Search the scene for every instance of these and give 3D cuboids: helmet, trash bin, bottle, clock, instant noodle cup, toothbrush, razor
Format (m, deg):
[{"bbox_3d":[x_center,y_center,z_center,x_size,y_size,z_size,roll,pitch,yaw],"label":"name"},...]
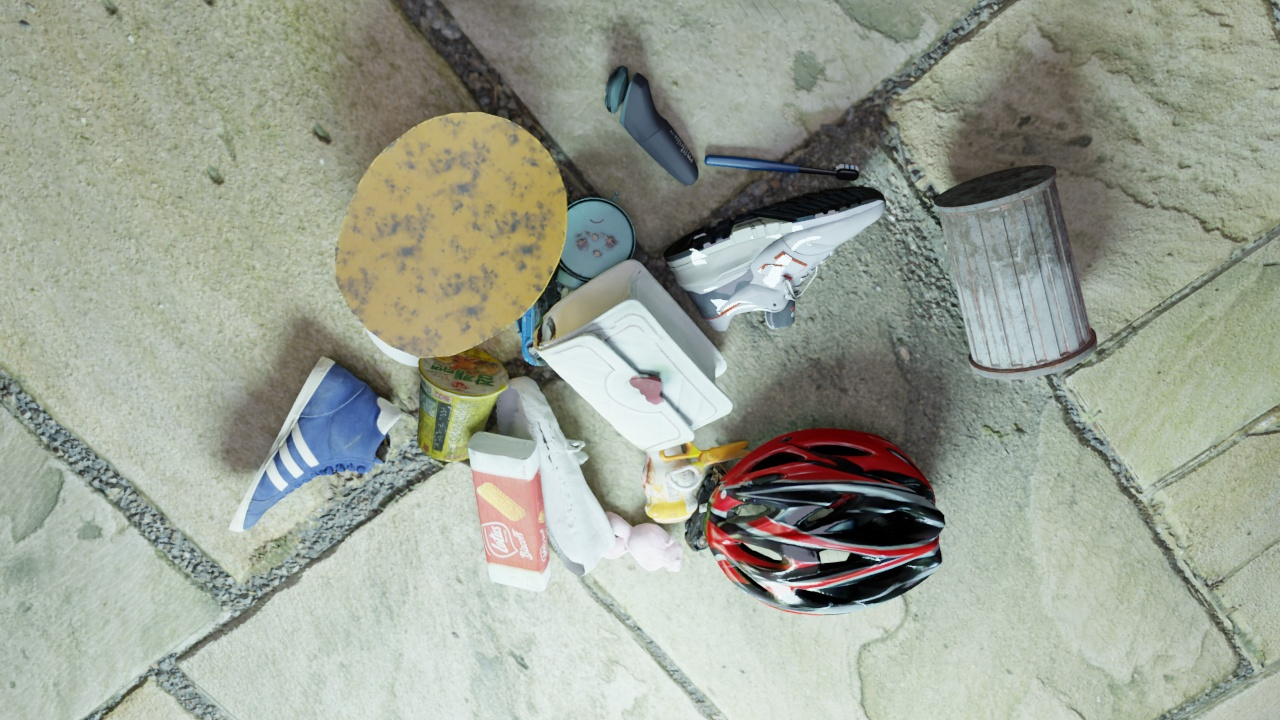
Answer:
[{"bbox_3d":[-0.179,-0.133,0.950,0.205,0.131,0.256,44,104,-5],"label":"helmet"},{"bbox_3d":[0.400,-0.086,0.980,0.131,0.130,0.211,-19,107,5],"label":"trash bin"},{"bbox_3d":[0.032,0.135,1.086,0.063,0.063,0.108,-7,94,1],"label":"bottle"},{"bbox_3d":[-0.048,-0.118,0.996,0.090,0.053,0.124,-2,105,1],"label":"clock"},{"bbox_3d":[-0.209,0.053,1.039,0.102,0.102,0.108,16,120,-7],"label":"instant noodle cup"},{"bbox_3d":[0.153,-0.209,0.991,0.168,0.014,0.014,6,143,0],"label":"toothbrush"},{"bbox_3d":[0.210,0.192,1.051,0.272,0.167,0.217,-4,107,-3],"label":"helmet"},{"bbox_3d":[0.014,-0.244,0.965,0.052,0.047,0.143,-31,112,35],"label":"razor"}]

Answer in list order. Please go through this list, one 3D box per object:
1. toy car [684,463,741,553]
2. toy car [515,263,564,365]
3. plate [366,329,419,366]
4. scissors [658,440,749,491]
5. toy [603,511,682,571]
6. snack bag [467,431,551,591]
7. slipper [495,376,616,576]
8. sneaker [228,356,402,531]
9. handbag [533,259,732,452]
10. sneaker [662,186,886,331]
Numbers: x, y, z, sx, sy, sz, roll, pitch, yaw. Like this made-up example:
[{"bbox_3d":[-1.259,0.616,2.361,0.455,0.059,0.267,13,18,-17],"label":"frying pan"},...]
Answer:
[{"bbox_3d":[0.093,0.181,1.111,0.047,0.047,0.112,16,105,-23],"label":"toy car"},{"bbox_3d":[-0.113,-0.054,1.024,0.044,0.056,0.120,8,107,28],"label":"toy car"},{"bbox_3d":[-0.250,-0.054,1.041,0.134,0.011,0.135,0,109,-1],"label":"plate"},{"bbox_3d":[0.081,0.118,1.074,0.130,0.013,0.070,-3,78,-29],"label":"scissors"},{"bbox_3d":[0.001,0.224,1.126,0.110,0.047,0.064,14,119,12],"label":"toy"},{"bbox_3d":[-0.150,0.180,1.070,0.077,0.041,0.226,9,126,13],"label":"snack bag"},{"bbox_3d":[-0.096,0.131,1.074,0.112,0.074,0.247,-13,106,41],"label":"slipper"},{"bbox_3d":[-0.366,0.121,1.065,0.118,0.091,0.233,29,98,-13],"label":"sneaker"},{"bbox_3d":[-0.006,0.006,0.995,0.142,0.096,0.198,-31,126,20],"label":"handbag"},{"bbox_3d":[0.155,-0.101,1.000,0.240,0.088,0.124,-13,114,13],"label":"sneaker"}]
